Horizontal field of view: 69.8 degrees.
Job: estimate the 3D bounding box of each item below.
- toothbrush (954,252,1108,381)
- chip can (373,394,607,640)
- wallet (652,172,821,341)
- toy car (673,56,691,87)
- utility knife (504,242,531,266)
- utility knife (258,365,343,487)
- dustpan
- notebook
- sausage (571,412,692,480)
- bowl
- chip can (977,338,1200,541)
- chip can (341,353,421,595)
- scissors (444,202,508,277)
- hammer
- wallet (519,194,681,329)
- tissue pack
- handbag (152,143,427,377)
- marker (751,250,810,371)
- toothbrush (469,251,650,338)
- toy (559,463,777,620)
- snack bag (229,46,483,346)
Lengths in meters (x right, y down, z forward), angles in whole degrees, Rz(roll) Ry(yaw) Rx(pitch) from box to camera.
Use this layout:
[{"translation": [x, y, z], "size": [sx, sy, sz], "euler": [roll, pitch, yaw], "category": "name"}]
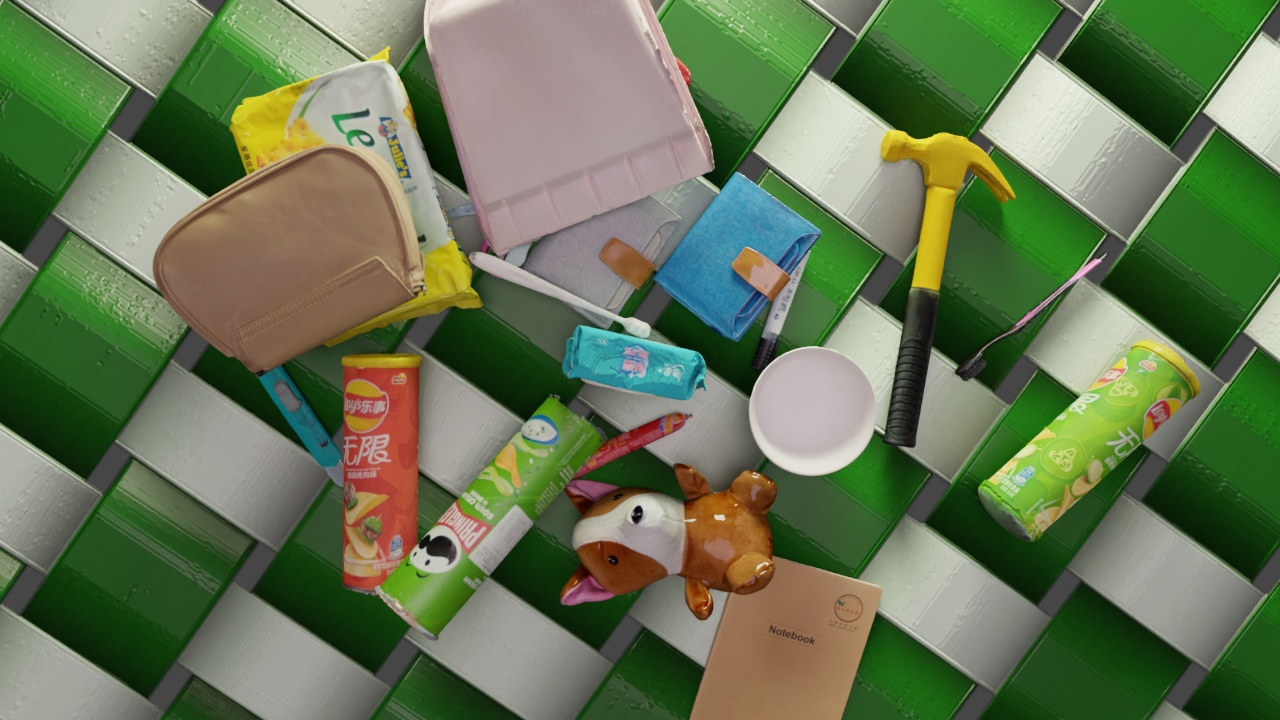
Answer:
[{"translation": [0.384, -0.043, 0.895], "size": [0.189, 0.014, 0.018], "euler": [-39, 104, 0], "category": "toothbrush"}, {"translation": [-0.131, 0.138, 0.831], "size": [0.072, 0.072, 0.235], "euler": [42, 76, -4], "category": "chip can"}, {"translation": [0.090, -0.096, 0.861], "size": [0.106, 0.040, 0.133], "euler": [39, 93, 13], "category": "wallet"}, {"translation": [-0.002, -0.283, 0.856], "size": [0.106, 0.031, 0.049], "euler": [43, 90, -2], "category": "toy car"}, {"translation": [-0.082, -0.185, 0.853], "size": [0.034, 0.018, 0.218], "euler": [21, 86, -1], "category": "utility knife"}, {"translation": [-0.326, 0.048, 0.875], "size": [0.029, 0.013, 0.176], "euler": [-33, 94, 2], "category": "utility knife"}, {"translation": [-0.077, -0.268, 0.843], "size": [0.222, 0.138, 0.273], "euler": [-18, 114, 3], "category": "dustpan"}, {"translation": [0.141, 0.303, 0.912], "size": [0.148, 0.008, 0.207], "euler": [17, 93, -3], "category": "notebook"}, {"translation": [-0.021, 0.084, 0.886], "size": [0.156, 0.020, 0.020], "euler": [-25, 94, 0], "category": "sausage"}, {"translation": [0.156, 0.045, 0.866], "size": [0.118, 0.065, 0.118], "euler": [0, 93, -3], "category": "bowl"}, {"translation": [0.423, 0.079, 0.875], "size": [0.221, 0.072, 0.072], "euler": [-43, 94, 1], "category": "chip can"}, {"translation": [-0.242, 0.102, 0.853], "size": [0.073, 0.073, 0.216], "euler": [3, 94, -2], "category": "chip can"}, {"translation": [-0.135, -0.147, 0.869], "size": [0.134, 0.017, 0.133], "euler": [-19, 91, 3], "category": "scissors"}, {"translation": [0.274, -0.066, 0.880], "size": [0.129, 0.033, 0.301], "euler": [9, 93, -1], "category": "hammer"}, {"translation": [-0.036, -0.108, 0.863], "size": [0.106, 0.037, 0.130], "euler": [35, 93, -4], "category": "wallet"}, {"translation": [-0.005, 0.005, 0.844], "size": [0.133, 0.093, 0.050], "euler": [12, 89, -2], "category": "tissue pack"}, {"translation": [-0.282, -0.086, 0.761], "size": [0.204, 0.099, 0.148], "euler": [-25, 102, 4], "category": "handbag"}, {"translation": [0.136, -0.051, 0.883], "size": [0.022, 0.018, 0.131], "euler": [19, 94, -18], "category": "marker"}, {"translation": [-0.073, -0.060, 0.844], "size": [0.180, 0.016, 0.016], "euler": [23, 104, -8], "category": "toothbrush"}, {"translation": [0.025, 0.164, 0.845], "size": [0.200, 0.131, 0.140], "euler": [1, 60, 8], "category": "toy"}, {"translation": [-0.257, -0.142, 0.834], "size": [0.158, 0.068, 0.246], "euler": [-18, 96, 4], "category": "snack bag"}]
